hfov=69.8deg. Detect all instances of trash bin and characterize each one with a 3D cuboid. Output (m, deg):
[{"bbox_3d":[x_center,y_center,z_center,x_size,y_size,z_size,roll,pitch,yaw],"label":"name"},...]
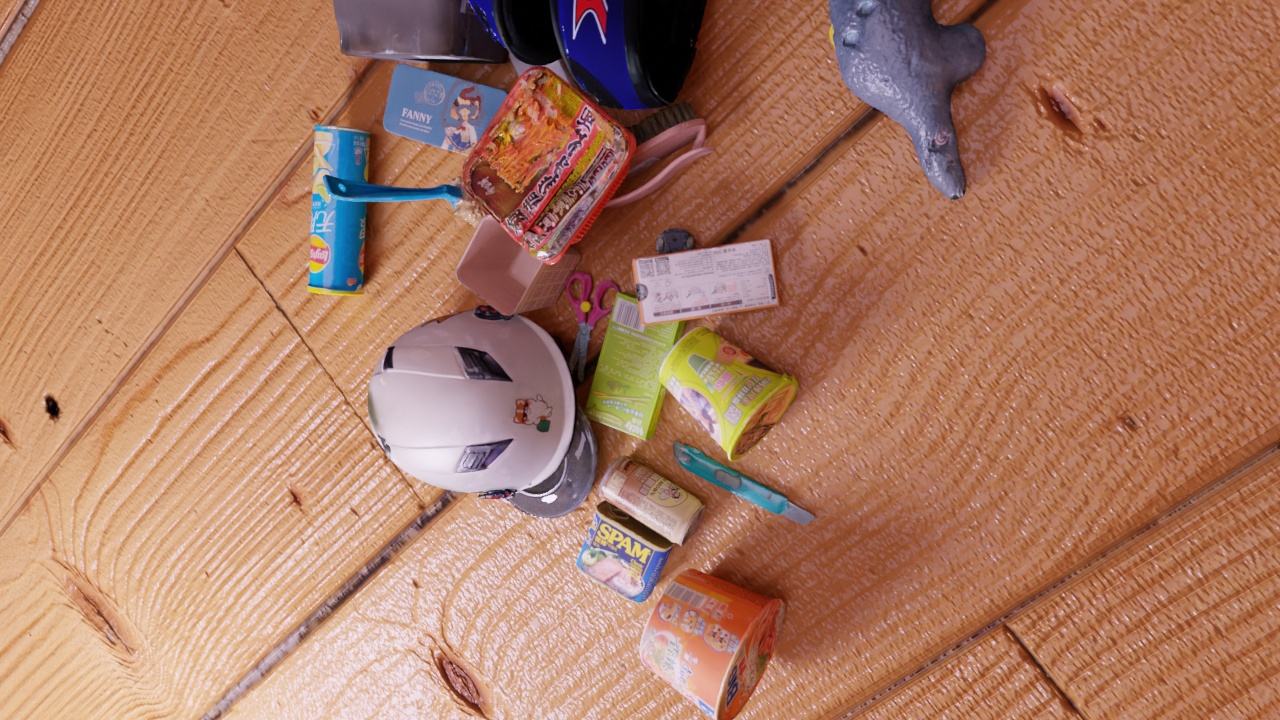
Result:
[{"bbox_3d":[-0.244,-0.453,1.032,0.199,0.198,0.220,7,105,21],"label":"trash bin"}]

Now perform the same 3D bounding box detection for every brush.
[{"bbox_3d":[0.009,-0.227,1.019,0.146,0.063,0.073,-24,83,21],"label":"brush"},{"bbox_3d":[-0.239,-0.184,1.032,0.046,0.254,0.083,-33,72,39],"label":"brush"}]

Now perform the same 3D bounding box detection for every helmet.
[{"bbox_3d":[-0.067,-0.410,0.917,0.241,0.247,0.315,7,86,22],"label":"helmet"},{"bbox_3d":[-0.218,0.050,1.059,0.275,0.156,0.230,6,97,45],"label":"helmet"}]

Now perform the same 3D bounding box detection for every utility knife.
[{"bbox_3d":[0.113,0.141,1.047,0.182,0.013,0.029,25,107,18],"label":"utility knife"}]

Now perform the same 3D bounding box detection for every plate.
[{"bbox_3d":[-0.131,0.110,1.123,0.180,0.024,0.179,5,101,30],"label":"plate"}]

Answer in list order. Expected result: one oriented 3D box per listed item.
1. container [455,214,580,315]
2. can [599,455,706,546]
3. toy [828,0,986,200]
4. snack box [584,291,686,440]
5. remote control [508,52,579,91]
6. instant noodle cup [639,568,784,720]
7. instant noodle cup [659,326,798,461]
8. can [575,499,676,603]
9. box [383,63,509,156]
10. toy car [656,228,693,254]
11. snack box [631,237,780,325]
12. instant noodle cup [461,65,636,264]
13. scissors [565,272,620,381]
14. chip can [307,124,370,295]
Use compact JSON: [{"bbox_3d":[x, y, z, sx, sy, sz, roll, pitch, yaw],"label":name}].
[{"bbox_3d":[-0.136,-0.112,1.065,0.090,0.110,0.090,36,108,14],"label":"container"},{"bbox_3d":[0.013,0.162,1.066,0.116,0.058,0.058,30,106,16],"label":"can"},{"bbox_3d":[0.257,-0.331,0.899,0.138,0.091,0.356,-9,95,-5],"label":"toy"},{"bbox_3d":[-0.006,0.006,1.072,0.086,0.026,0.156,20,103,20],"label":"snack box"},{"bbox_3d":[-0.101,-0.310,1.075,0.058,0.021,0.150,-26,87,23],"label":"remote control"},{"bbox_3d":[0.077,0.308,1.017,0.111,0.151,0.151,23,104,26],"label":"instant noodle cup"},{"bbox_3d":[0.089,0.028,0.999,0.123,0.111,0.112,40,109,21],"label":"instant noodle cup"},{"bbox_3d":[-0.018,0.226,1.088,0.102,0.057,0.083,27,108,17],"label":"can"},{"bbox_3d":[-0.226,-0.298,1.107,0.184,0.061,0.090,17,102,18],"label":"box"},{"bbox_3d":[0.040,-0.103,1.034,0.043,0.034,0.090,-2,95,6],"label":"toy car"},{"bbox_3d":[0.071,-0.085,1.004,0.154,0.026,0.075,-8,93,2],"label":"snack box"},{"bbox_3d":[-0.093,-0.206,0.986,0.189,0.079,0.165,45,105,28],"label":"instant noodle cup"},{"bbox_3d":[-0.058,-0.036,1.097,0.074,0.017,0.137,8,104,12],"label":"scissors"},{"bbox_3d":[-0.387,-0.192,1.179,0.071,0.071,0.210,9,100,21],"label":"chip can"}]
